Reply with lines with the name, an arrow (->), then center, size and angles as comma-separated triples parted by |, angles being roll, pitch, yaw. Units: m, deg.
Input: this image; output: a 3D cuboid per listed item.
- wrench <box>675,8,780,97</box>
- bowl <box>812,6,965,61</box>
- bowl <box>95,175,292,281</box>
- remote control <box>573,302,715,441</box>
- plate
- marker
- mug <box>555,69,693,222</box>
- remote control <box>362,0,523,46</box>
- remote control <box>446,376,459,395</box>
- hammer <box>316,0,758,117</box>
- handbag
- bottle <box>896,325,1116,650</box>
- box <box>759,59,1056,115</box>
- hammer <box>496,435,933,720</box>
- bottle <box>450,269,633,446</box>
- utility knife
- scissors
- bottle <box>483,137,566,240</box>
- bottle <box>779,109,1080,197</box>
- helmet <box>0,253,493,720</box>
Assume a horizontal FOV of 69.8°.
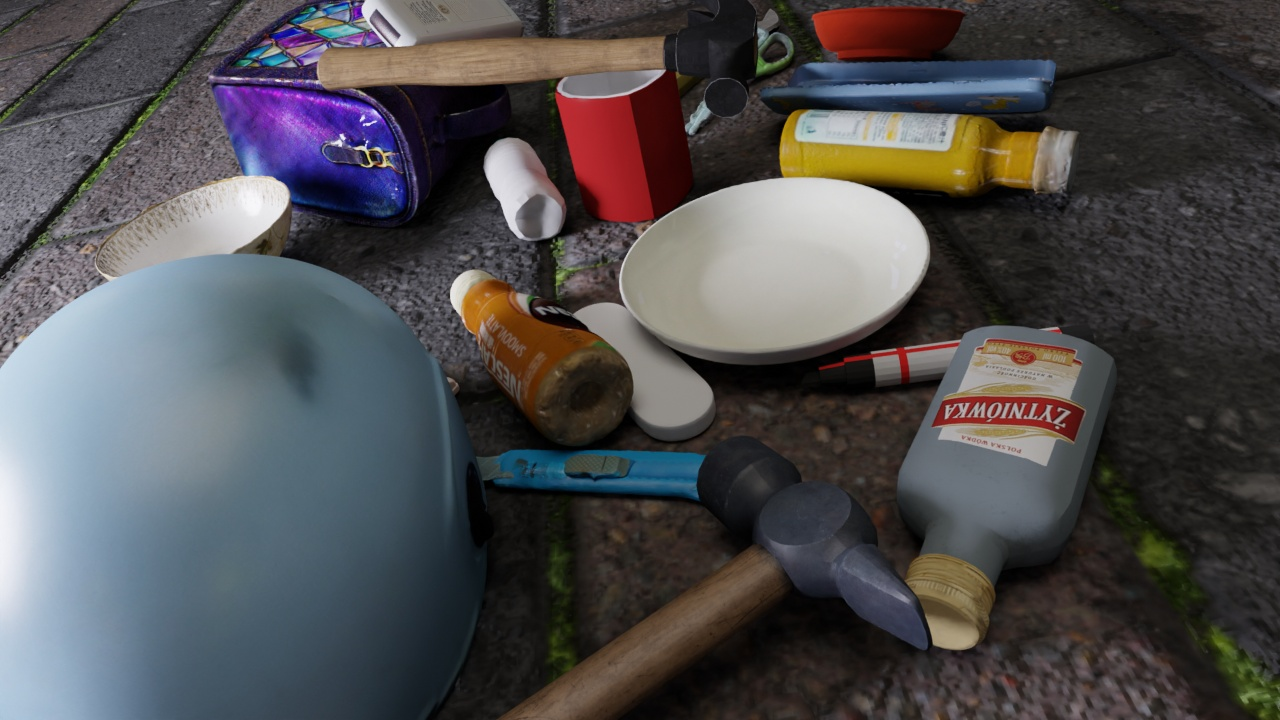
wrench -> 0.044, -0.267, 0.849 | 0.084, 0.018, 0.272 | 15, 46, 31
bowl -> 0.204, -0.269, 0.762 | 0.122, 0.035, 0.122 | 1, 15, 0
bowl -> -0.322, -0.077, 0.691 | 0.145, 0.063, 0.145 | -9, 37, 7
remote control -> -0.003, 0.003, 0.531 | 0.043, 0.013, 0.136 | -27, 40, -16
plate -> 0.079, -0.051, 0.555 | 0.182, 0.034, 0.182 | -9, 38, 7
marker -> 0.157, 0.000, 0.479 | 0.146, 0.019, 0.019 | -8, 38, 8
mug -> -0.002, -0.175, 0.684 | 0.080, 0.097, 0.116 | 11, 44, 28
remote control -> -0.157, -0.278, 0.748 | 0.060, 0.026, 0.138 | 49, 43, 7
remote control -> -0.171, 0.009, 0.577 | 0.131, 0.012, 0.033 | 14, 46, 32
hammer -> -0.074, -0.210, 0.630 | 0.306, 0.040, 0.132 | 1, 46, 12
handbag -> -0.219, -0.220, 0.784 | 0.222, 0.126, 0.204 | 6, 42, 12
bottle -> 0.152, 0.050, 0.396 | 0.072, 0.046, 0.160 | 13, 45, 30
box -> 0.206, -0.207, 0.709 | 0.210, 0.039, 0.126 | 6, 26, 25
hammer -> -0.045, 0.143, 0.337 | 0.321, 0.040, 0.129 | -32, 29, -13
bottle -> -0.067, -0.011, 0.534 | 0.059, 0.059, 0.167 | -29, 37, -18
utility knife -> -0.030, 0.058, 0.472 | 0.198, 0.015, 0.031 | -2, 39, 17
scissors -> 0.081, -0.248, 0.809 | 0.065, 0.033, 0.173 | 29, 60, 12
bottle -> -0.094, -0.139, 0.712 | 0.044, 0.044, 0.136 | -20, 38, -8
bottle -> 0.189, -0.138, 0.613 | 0.186, 0.053, 0.053 | 11, 44, 28
helmet -> -0.185, 0.060, 0.399 | 0.225, 0.167, 0.265 | -13, 51, -8
